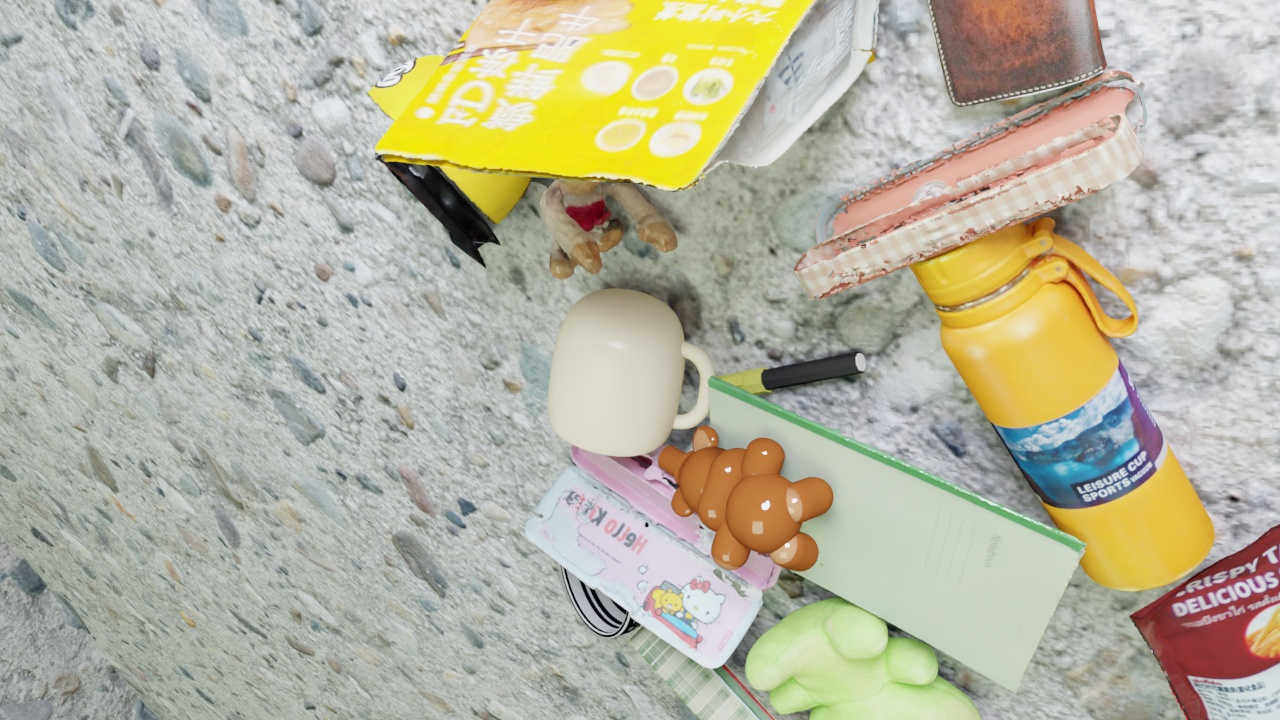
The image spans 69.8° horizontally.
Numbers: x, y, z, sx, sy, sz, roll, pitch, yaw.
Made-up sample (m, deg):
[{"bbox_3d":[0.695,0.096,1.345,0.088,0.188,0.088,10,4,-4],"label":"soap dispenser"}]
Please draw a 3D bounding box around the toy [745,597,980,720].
[{"bbox_3d":[0.186,0.272,0.751,0.150,0.107,0.197,-28,117,22],"label":"toy"}]

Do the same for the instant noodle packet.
[{"bbox_3d":[0.001,-0.140,0.439,0.163,0.220,0.084,15,135,27],"label":"instant noodle packet"}]

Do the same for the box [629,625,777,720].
[{"bbox_3d":[0.081,0.314,0.824,0.205,0.051,0.118,43,171,26],"label":"box"}]

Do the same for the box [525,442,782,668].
[{"bbox_3d":[0.016,0.130,0.730,0.201,0.077,0.146,32,114,21],"label":"box"}]

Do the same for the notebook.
[{"bbox_3d":[0.155,0.119,0.634,0.253,0.010,0.182,25,142,27],"label":"notebook"}]

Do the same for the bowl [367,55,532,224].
[{"bbox_3d":[-0.113,-0.154,0.605,0.117,0.067,0.117,46,-179,-1],"label":"bowl"}]

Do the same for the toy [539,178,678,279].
[{"bbox_3d":[-0.030,-0.112,0.605,0.074,0.085,0.106,-4,104,62],"label":"toy"}]

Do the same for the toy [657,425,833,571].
[{"bbox_3d":[0.067,0.093,0.639,0.128,0.065,0.095,25,99,45],"label":"toy"}]

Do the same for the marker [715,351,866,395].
[{"bbox_3d":[0.098,0.011,0.644,0.124,0.021,0.017,-13,72,40],"label":"marker"}]

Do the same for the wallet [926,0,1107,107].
[{"bbox_3d":[0.169,-0.185,0.430,0.072,0.019,0.123,-4,122,37],"label":"wallet"}]

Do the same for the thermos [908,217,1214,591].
[{"bbox_3d":[0.240,0.016,0.514,0.091,0.076,0.232,-34,104,10],"label":"thermos"}]

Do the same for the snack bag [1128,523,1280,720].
[{"bbox_3d":[0.379,0.179,0.539,0.139,0.066,0.208,-28,119,11],"label":"snack bag"}]

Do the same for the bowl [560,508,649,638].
[{"bbox_3d":[-0.015,0.180,0.823,0.120,0.066,0.120,16,110,53],"label":"bowl"}]

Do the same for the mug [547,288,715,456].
[{"bbox_3d":[-0.004,0.004,0.658,0.120,0.096,0.100,13,122,7],"label":"mug"}]

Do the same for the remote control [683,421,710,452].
[{"bbox_3d":[0.060,0.080,0.724,0.049,0.024,0.144,34,142,0],"label":"remote control"}]

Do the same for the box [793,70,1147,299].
[{"bbox_3d":[0.164,-0.086,0.478,0.187,0.082,0.041,-22,112,42],"label":"box"}]

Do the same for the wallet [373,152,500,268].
[{"bbox_3d":[-0.146,-0.117,0.657,0.089,0.026,0.115,48,175,-31],"label":"wallet"}]

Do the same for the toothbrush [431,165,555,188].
[{"bbox_3d":[-0.113,-0.139,0.673,0.167,0.012,0.013,17,141,23],"label":"toothbrush"}]
